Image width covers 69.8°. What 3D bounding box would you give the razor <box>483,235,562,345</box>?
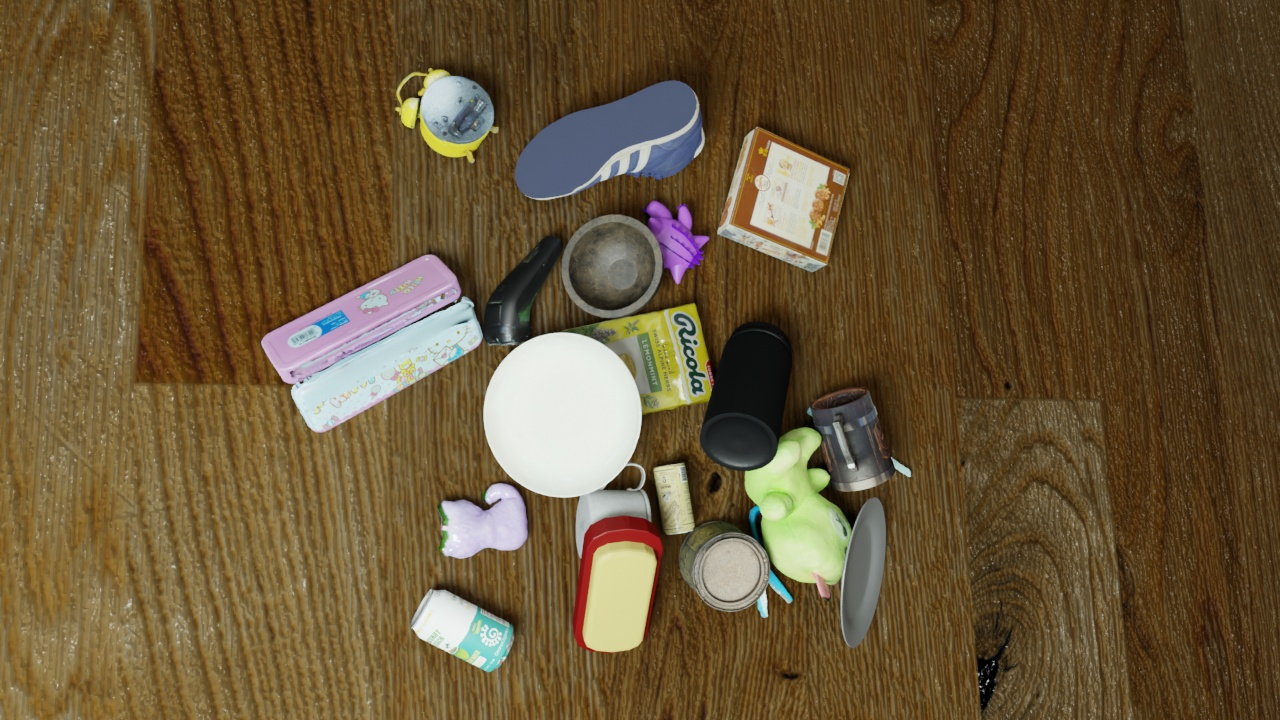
[{"bbox_3d":[-0.131,-0.078,1.064,0.067,0.054,0.151,48,59,-34],"label":"razor"}]

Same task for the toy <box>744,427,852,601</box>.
[{"bbox_3d":[0.187,0.183,1.092,0.149,0.107,0.197,-18,98,-62],"label":"toy"}]

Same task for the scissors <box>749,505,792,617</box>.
[{"bbox_3d":[0.149,0.241,1.120,0.140,0.013,0.117,46,69,-4],"label":"scissors"}]

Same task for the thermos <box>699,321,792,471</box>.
[{"bbox_3d":[0.130,0.030,1.074,0.086,0.086,0.198,34,39,-11],"label":"thermos"}]

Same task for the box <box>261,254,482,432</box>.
[{"bbox_3d":[-0.289,-0.020,1.007,0.213,0.091,0.090,-31,49,-21],"label":"box"}]

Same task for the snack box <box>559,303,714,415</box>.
[{"bbox_3d":[-0.006,0.006,1.087,0.180,0.045,0.121,-11,85,-20],"label":"snack box"}]

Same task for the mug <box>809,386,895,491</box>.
[{"bbox_3d":[0.256,0.101,1.116,0.080,0.115,0.107,-16,101,19],"label":"mug"}]

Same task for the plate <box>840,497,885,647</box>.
[{"bbox_3d":[0.264,0.252,1.099,0.178,0.012,0.178,-17,110,-59],"label":"plate"}]

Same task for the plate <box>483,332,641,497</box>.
[{"bbox_3d":[-0.085,0.060,1.028,0.182,0.034,0.182,0,89,13],"label":"plate"}]

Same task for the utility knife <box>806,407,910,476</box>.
[{"bbox_3d":[0.285,0.106,1.184,0.167,0.015,0.022,36,72,-8],"label":"utility knife"}]

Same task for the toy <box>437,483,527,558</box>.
[{"bbox_3d":[-0.174,0.175,1.010,0.099,0.037,0.080,1,71,-23],"label":"toy"}]

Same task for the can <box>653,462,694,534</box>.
[{"bbox_3d":[0.040,0.163,1.081,0.038,0.038,0.079,-7,83,-20],"label":"can"}]

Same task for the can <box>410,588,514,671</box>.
[{"bbox_3d":[-0.188,0.286,0.975,0.101,0.055,0.054,31,73,-12],"label":"can"}]

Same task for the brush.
[{"bbox_3d":[-0.025,0.250,0.992,0.082,0.041,0.174,2,117,-12],"label":"brush"}]

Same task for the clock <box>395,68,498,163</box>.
[{"bbox_3d":[-0.224,-0.287,1.056,0.118,0.057,0.083,37,72,-10],"label":"clock"}]

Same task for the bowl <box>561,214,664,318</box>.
[{"bbox_3d":[-0.027,-0.106,1.085,0.121,0.056,0.121,-1,84,14],"label":"bowl"}]

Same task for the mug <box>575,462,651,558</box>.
[{"bbox_3d":[-0.030,0.171,1.032,0.070,0.084,0.113,4,81,-16],"label":"mug"}]

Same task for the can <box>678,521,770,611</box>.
[{"bbox_3d":[0.096,0.236,1.059,0.090,0.074,0.090,0,91,-9],"label":"can"}]

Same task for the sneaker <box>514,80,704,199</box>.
[{"bbox_3d":[-0.029,-0.254,1.119,0.233,0.118,0.091,-25,80,12],"label":"sneaker"}]

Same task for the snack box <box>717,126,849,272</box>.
[{"bbox_3d":[0.187,-0.207,1.190,0.147,0.041,0.143,20,76,-15],"label":"snack box"}]

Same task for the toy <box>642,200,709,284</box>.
[{"bbox_3d":[0.034,-0.145,1.120,0.088,0.056,0.106,36,79,-13],"label":"toy"}]
